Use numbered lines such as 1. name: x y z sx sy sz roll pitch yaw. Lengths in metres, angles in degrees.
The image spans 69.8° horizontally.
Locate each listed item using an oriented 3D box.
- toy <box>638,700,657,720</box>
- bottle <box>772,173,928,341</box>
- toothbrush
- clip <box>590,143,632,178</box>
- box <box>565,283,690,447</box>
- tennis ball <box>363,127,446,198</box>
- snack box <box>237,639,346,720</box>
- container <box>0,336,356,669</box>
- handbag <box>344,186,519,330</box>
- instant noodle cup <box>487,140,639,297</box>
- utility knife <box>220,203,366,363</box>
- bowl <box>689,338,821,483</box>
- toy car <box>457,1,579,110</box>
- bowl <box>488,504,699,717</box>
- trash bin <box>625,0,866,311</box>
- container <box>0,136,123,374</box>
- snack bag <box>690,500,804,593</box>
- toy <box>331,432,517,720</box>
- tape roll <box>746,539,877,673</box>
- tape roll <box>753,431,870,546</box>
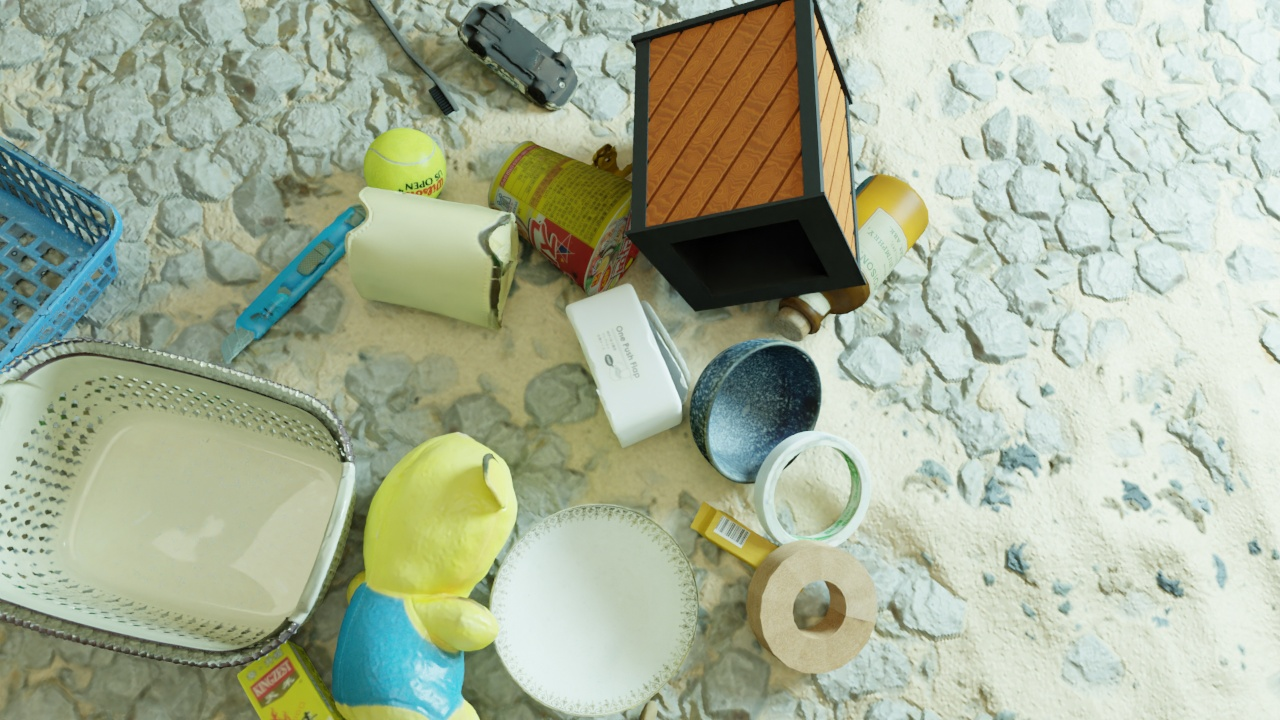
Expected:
1. toy: -0.034 0.301 0.616 0.108 0.106 0.134 5 69 -16
2. bottle: 0.168 -0.079 0.759 0.068 0.068 0.156 40 74 6
3. toothbrush: -0.209 -0.281 0.807 0.013 0.013 0.167 -34 80 -6
4. clip: -0.032 -0.165 0.779 0.054 0.046 0.048 -41 38 -15
5. box: 0.007 0.000 0.701 0.095 0.102 0.107 -20 76 -1
6. tennis ball: -0.191 -0.155 0.744 0.065 0.065 0.065 2 73 -6
7. snack box: -0.216 0.255 0.613 0.040 0.029 0.148 -39 59 -14
8. container: -0.313 0.099 0.617 0.251 0.143 0.184 15 71 -1
9. handbag: -0.153 -0.082 0.703 0.119 0.111 0.081 13 72 -2
10. instant noodle cup: -0.059 -0.119 0.740 0.112 0.100 0.100 31 73 13
11. utility knife: -0.273 -0.066 0.737 0.031 0.015 0.174 35 75 10
12. bowl: 0.080 0.033 0.714 0.114 0.061 0.114 -12 114 -29
13. toy car: -0.106 -0.263 0.802 0.113 0.041 0.048 36 72 -14
14. bowl: -0.035 0.179 0.664 0.145 0.063 0.145 2 74 -6
15. trash bin: 0.083 -0.153 0.700 0.140 0.139 0.171 -8 67 23
16. container: -0.586 -0.082 0.668 0.362 0.089 0.256 32 73 3
17. snack bag: 0.086 0.144 0.709 0.099 0.020 0.026 30 78 3
18. toy: -0.148 0.148 0.623 0.084 0.149 0.213 27 70 -44
19. tape roll: 0.128 0.183 0.684 0.094 0.027 0.094 0 89 -14
20. tape roll: 0.133 0.102 0.709 0.093 0.018 0.094 -2 97 -18
